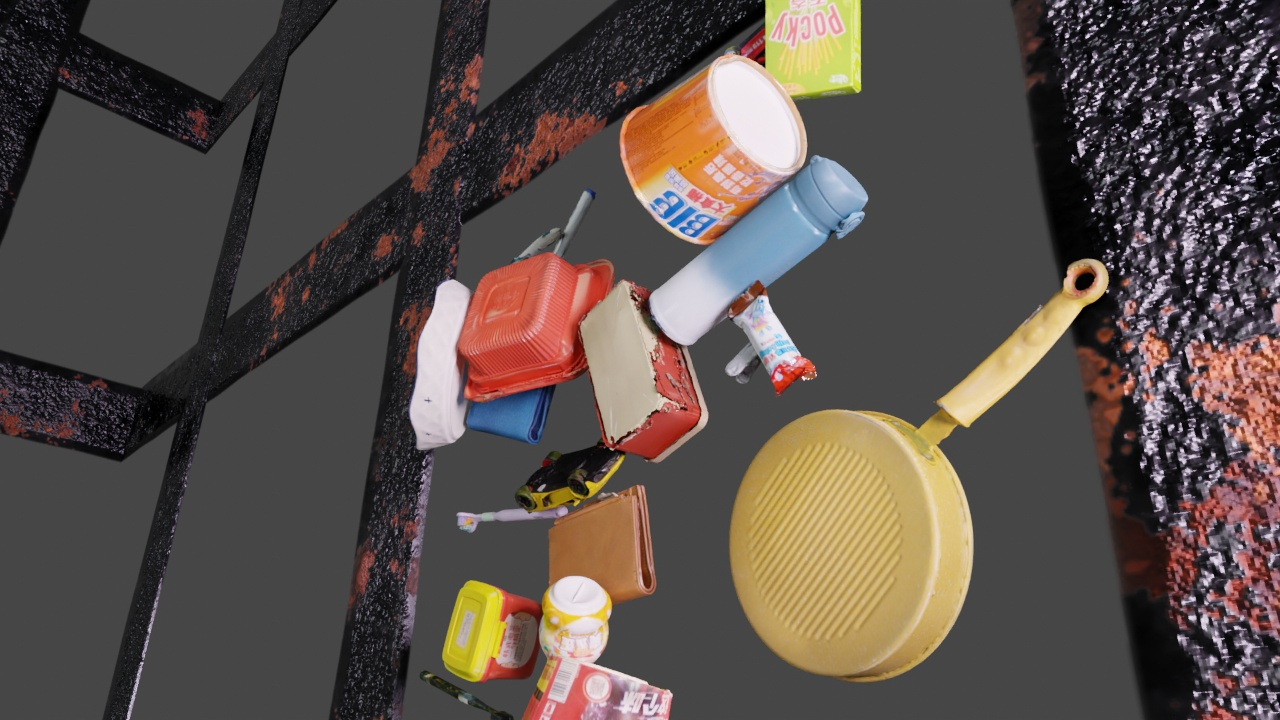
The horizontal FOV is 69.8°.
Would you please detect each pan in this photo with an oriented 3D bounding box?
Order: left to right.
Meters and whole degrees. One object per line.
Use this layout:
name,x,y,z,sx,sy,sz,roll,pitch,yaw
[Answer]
pan,0.197,0.072,0.657,0.358,0.078,0.197,-59,41,20

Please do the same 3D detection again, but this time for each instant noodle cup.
instant noodle cup,-0.126,-0.046,1.025,0.189,0.079,0.164,-14,50,31
instant noodle cup,-0.039,0.309,0.750,0.138,0.138,0.108,-5,59,48
instant noodle cup,0.072,-0.197,0.841,0.112,0.151,0.151,-30,51,44

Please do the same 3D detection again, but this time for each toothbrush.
toothbrush,-0.193,0.362,0.987,0.186,0.017,0.012,0,79,49
toothbrush,-0.145,0.174,1.023,0.190,0.029,0.021,-15,24,44
toothbrush,-0.154,-0.131,1.175,0.192,0.016,0.018,-27,41,47

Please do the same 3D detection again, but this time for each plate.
plate,-0.226,0.007,1.100,0.205,0.045,0.205,37,-117,-90

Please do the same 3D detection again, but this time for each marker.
marker,-0.094,-0.143,1.123,0.017,0.017,0.146,38,101,51

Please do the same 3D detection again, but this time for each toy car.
toy car,-0.069,0.119,0.929,0.156,0.041,0.071,-23,20,44
toy car,0.134,-0.313,0.912,0.121,0.052,0.045,-35,68,28

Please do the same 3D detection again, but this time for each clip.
clip,0.100,-0.006,0.827,0.057,0.028,0.024,-50,45,6

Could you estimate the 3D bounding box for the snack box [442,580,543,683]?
snack box,-0.143,0.275,0.922,0.082,0.080,0.091,-1,71,50

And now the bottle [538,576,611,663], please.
bottle,-0.062,0.253,0.840,0.063,0.063,0.108,40,129,50

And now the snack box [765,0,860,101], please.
snack box,0.160,-0.323,0.853,0.086,0.026,0.156,1,91,30

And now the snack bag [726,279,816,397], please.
snack bag,0.113,-0.018,0.799,0.045,0.026,0.105,-44,60,30

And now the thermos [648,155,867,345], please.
thermos,0.104,-0.096,0.832,0.221,0.070,0.070,-37,47,32

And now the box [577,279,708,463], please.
box,-0.006,0.005,0.897,0.092,0.078,0.168,-42,45,29

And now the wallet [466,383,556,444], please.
wallet,-0.153,0.039,1.086,0.133,0.040,0.106,7,80,47

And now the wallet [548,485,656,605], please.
wallet,-0.041,0.186,0.887,0.132,0.031,0.107,-28,56,38
